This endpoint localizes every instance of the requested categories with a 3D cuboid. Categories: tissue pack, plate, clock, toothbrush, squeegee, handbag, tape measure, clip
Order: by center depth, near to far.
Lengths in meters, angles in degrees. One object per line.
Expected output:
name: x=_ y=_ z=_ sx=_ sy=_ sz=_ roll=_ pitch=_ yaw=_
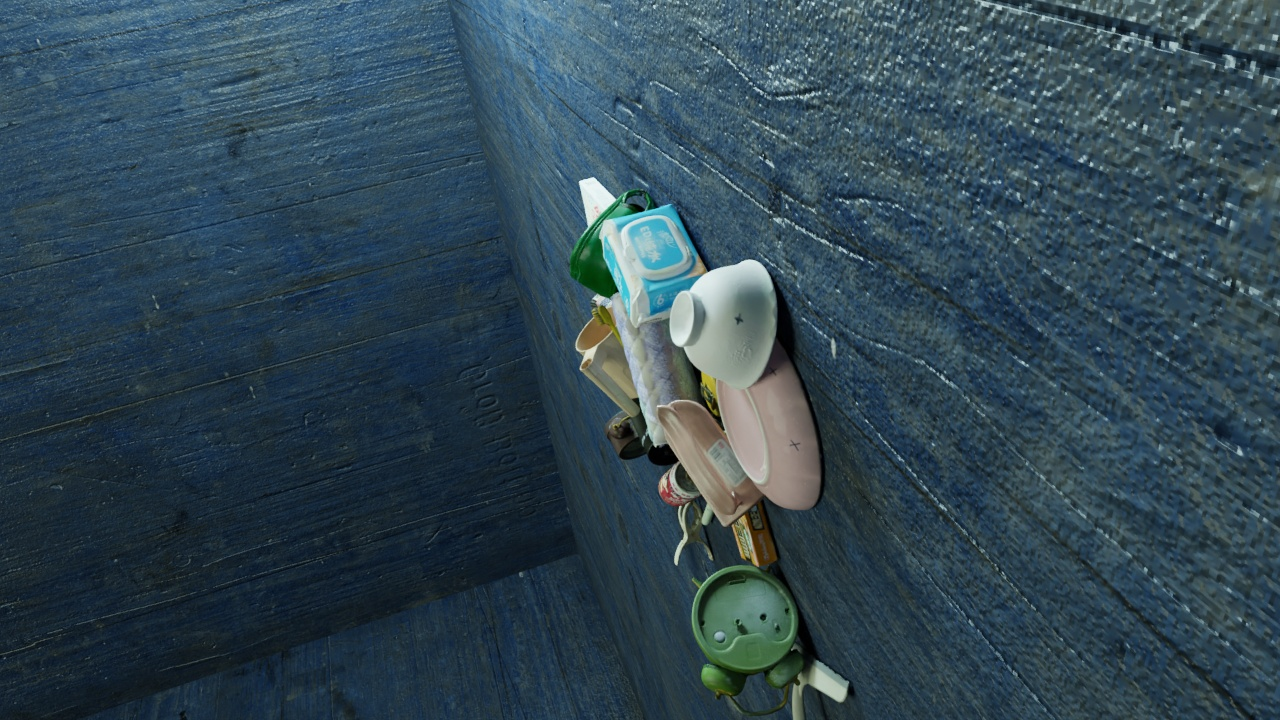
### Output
plate: x=0.113 y=0.056 z=0.882 sx=0.192 sy=0.039 sz=0.192 roll=163 pitch=91 yaw=-79
tissue pack: x=0.017 y=-0.103 z=0.990 sx=0.063 sy=0.090 sz=0.140 roll=90 pitch=161 yaw=-56
clock: x=0.117 y=0.306 z=1.009 sx=0.056 sy=0.116 sz=0.161 roll=88 pitch=173 yaw=-58
tape measure: x=0.084 y=0.034 z=1.018 sx=0.057 sy=0.029 sz=0.060 roll=-122 pitch=19 yaw=-51
squeegee: x=0.200 y=0.443 z=1.020 sx=0.247 sy=0.039 sz=0.246 roll=170 pitch=84 yaw=-79
handbag: x=0.025 y=0.002 z=1.115 sx=0.134 sy=0.076 sz=0.194 roll=-20 pitch=-88 yaw=-82
handbag: x=-0.032 y=-0.143 z=1.135 sx=0.068 sy=0.120 sz=0.131 roll=28 pitch=164 yaw=3
toothbrush: x=-0.007 y=0.007 z=1.187 sx=0.190 sy=0.017 sz=0.015 roll=57 pitch=-142 yaw=-22
toothbrush: x=0.094 y=0.183 z=1.210 sx=0.020 sy=0.029 sz=0.190 roll=27 pitch=155 yaw=12
clip: x=0.072 y=0.248 z=1.340 sx=0.034 sy=0.060 sz=0.097 roll=-166 pitch=71 yaw=-77
clock: x=-0.012 y=0.110 z=1.451 sx=0.122 sy=0.082 sz=0.055 roll=91 pitch=155 yaw=-59

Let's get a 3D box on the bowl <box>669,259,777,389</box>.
bowl: x=0.065 y=-0.034 z=0.822 sx=0.118 sy=0.064 sz=0.118 roll=-177 pitch=90 yaw=-69

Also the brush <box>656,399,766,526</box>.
brush: x=0.071 y=0.102 z=0.980 sx=0.145 sy=0.063 sz=0.073 roll=55 pitch=-155 yaw=21

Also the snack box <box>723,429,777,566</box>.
snack box: x=0.114 y=0.154 z=1.049 sx=0.075 sy=0.026 sz=0.153 roll=159 pitch=94 yaw=-79

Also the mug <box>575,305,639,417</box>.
mug: x=-0.026 y=0.003 z=1.225 sx=0.103 sy=0.084 sz=0.124 roll=45 pitch=-143 yaw=-25

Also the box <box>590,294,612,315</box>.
box: x=-0.038 y=-0.091 z=1.331 sx=0.163 sy=0.074 sz=0.077 roll=-146 pitch=47 yaw=-76

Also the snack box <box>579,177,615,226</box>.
snack box: x=-0.052 y=-0.204 z=1.338 sx=0.156 sy=0.027 sz=0.085 roll=-124 pitch=21 yaw=-58

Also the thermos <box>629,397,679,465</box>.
thermos: x=0.004 y=0.049 z=1.327 sx=0.242 sy=0.068 sz=0.090 roll=-116 pitch=22 yaw=-44

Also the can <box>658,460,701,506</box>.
can: x=0.060 y=0.167 z=1.257 sx=0.133 sy=0.053 sz=0.053 roll=115 pitch=137 yaw=-74
